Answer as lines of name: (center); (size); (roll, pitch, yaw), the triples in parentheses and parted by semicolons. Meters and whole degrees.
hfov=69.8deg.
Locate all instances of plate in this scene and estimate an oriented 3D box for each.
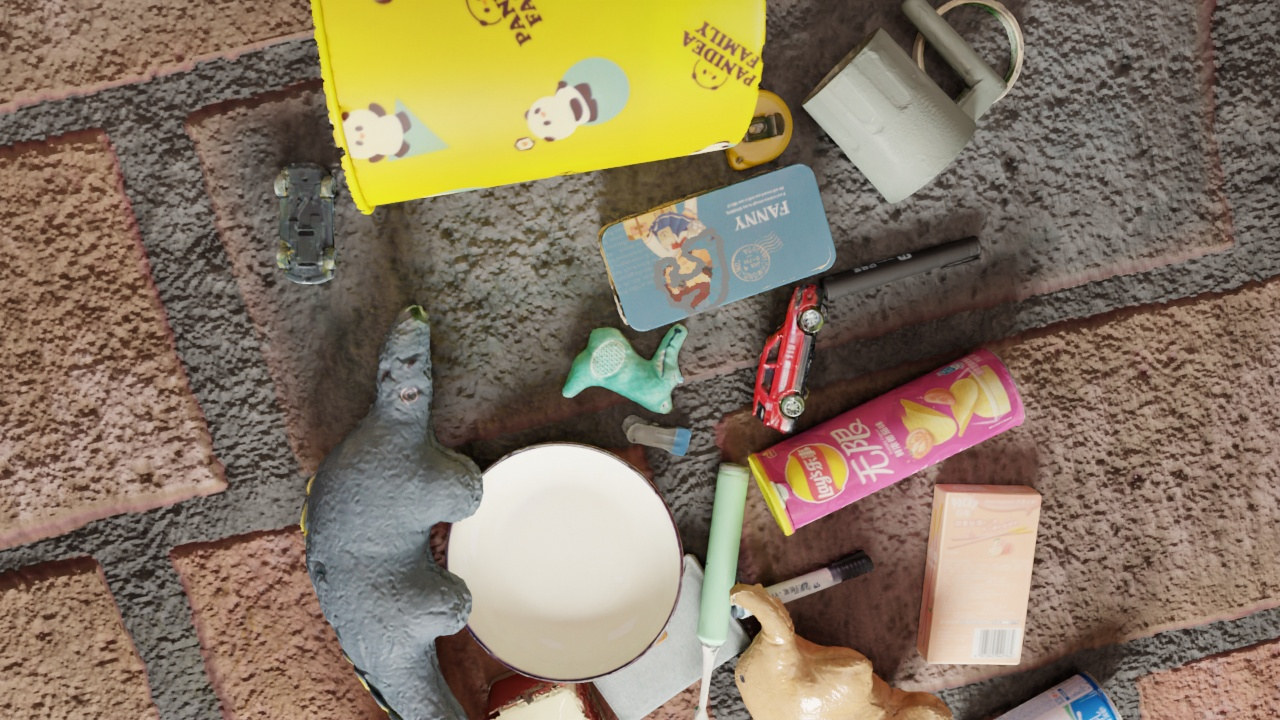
plate: (-0.059, 0.159, 0.739); (0.192, 0.039, 0.192); (0, 92, 7)

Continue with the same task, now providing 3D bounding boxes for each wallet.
wallet: (0.014, 0.234, 0.772); (0.129, 0.037, 0.106); (-33, 101, 0)

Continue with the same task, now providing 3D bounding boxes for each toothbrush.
toothbrush: (0.062, 0.195, 0.749); (0.026, 0.027, 0.224); (9, 85, -14)

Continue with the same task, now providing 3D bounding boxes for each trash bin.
trash bin: (-0.068, -0.221, 0.598); (0.255, 0.229, 0.230); (-6, 101, -9)

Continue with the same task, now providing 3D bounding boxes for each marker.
marker: (0.135, 0.189, 0.774); (0.130, 0.018, 0.022); (-15, 73, -12)
marker: (0.210, -0.074, 0.741); (0.132, 0.020, 0.022); (-16, 92, -2)

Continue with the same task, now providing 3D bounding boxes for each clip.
clip: (0.013, 0.061, 0.753); (0.057, 0.029, 0.024); (14, 101, -17)

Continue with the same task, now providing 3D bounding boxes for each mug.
mug: (0.198, -0.198, 0.688); (0.103, 0.083, 0.124); (43, 89, -8)

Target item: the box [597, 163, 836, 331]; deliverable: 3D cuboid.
box: (0.062, -0.089, 0.708); (0.184, 0.059, 0.090); (-20, 102, 1)

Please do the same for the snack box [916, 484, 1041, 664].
snack box: (0.290, 0.185, 0.790); (0.084, 0.026, 0.157); (2, 100, -5)

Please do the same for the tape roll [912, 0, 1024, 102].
tape roll: (0.256, -0.239, 0.718); (0.086, 0.014, 0.086); (-1, 100, -5)

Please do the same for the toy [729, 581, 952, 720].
toy: (0.141, 0.269, 0.752); (0.226, 0.082, 0.144); (37, 125, -14)

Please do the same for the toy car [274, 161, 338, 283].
toy car: (-0.250, -0.104, 0.693); (0.043, 0.034, 0.090); (0, 98, -2)

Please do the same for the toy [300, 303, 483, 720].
toy: (-0.191, 0.136, 0.702); (0.138, 0.091, 0.356); (0, 93, 24)

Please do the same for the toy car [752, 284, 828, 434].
toy car: (0.119, -0.002, 0.730); (0.045, 0.052, 0.120); (15, 103, 11)

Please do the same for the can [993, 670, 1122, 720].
can: (0.349, 0.330, 0.808); (0.134, 0.053, 0.053); (-29, 101, 1)

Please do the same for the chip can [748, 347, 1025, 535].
chip can: (0.196, 0.064, 0.739); (0.210, 0.071, 0.071); (-26, 101, 0)

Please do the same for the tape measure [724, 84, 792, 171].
tape measure: (0.088, -0.180, 0.708); (0.057, 0.029, 0.060); (-17, 101, -2)

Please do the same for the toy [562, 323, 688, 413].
toy: (-0.004, 0.004, 0.735); (0.092, 0.030, 0.096); (29, 89, -14)

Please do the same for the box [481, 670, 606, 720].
box: (-0.062, 0.341, 0.766); (0.091, 0.077, 0.168); (-22, 102, 0)
